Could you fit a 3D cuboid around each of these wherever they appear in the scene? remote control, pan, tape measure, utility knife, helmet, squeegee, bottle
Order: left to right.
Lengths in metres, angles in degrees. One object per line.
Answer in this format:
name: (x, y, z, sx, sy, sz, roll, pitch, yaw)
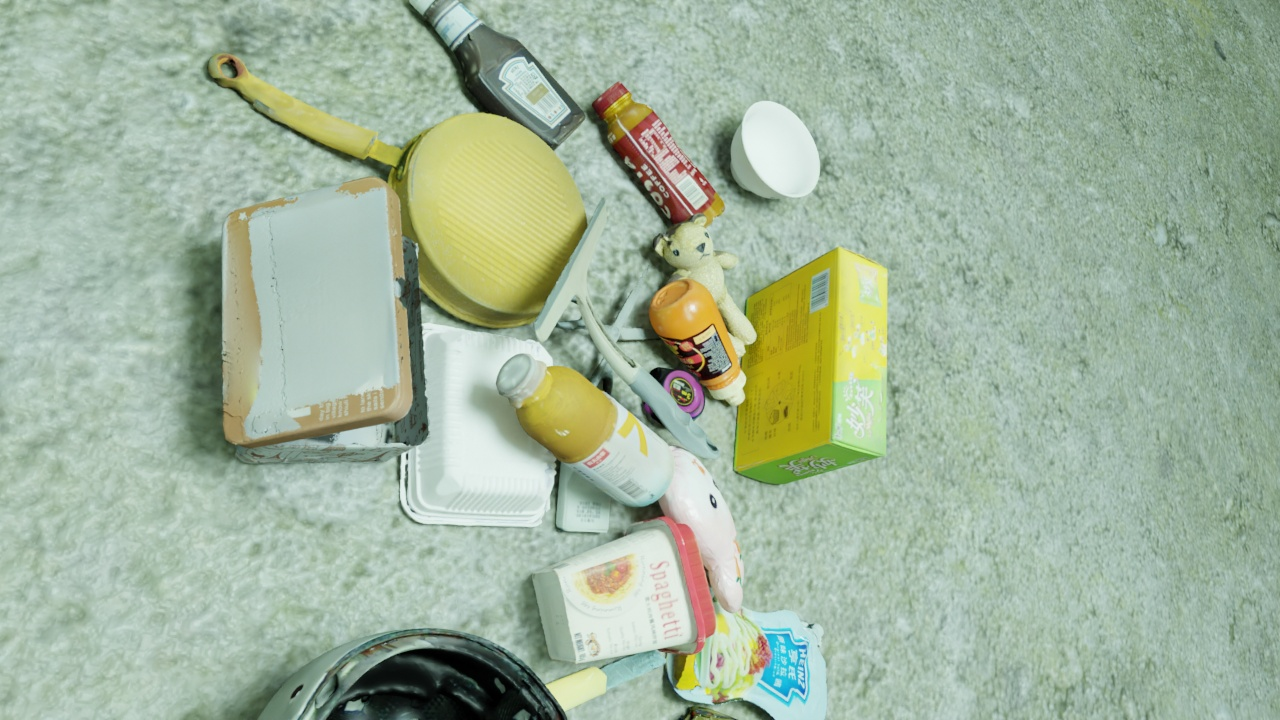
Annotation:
helmet: (-0.174, 0.309, 0.600, 0.229, 0.157, 0.274, 9, 80, -35)
pan: (-0.201, -0.164, 0.810, 0.357, 0.078, 0.197, 34, 56, -29)
bottle: (-0.142, -0.287, 0.894, 0.195, 0.044, 0.079, 45, 50, -13)
utility knife: (-0.064, 0.284, 0.772, 0.215, 0.022, 0.031, -12, 83, -31)
bottle: (-0.044, 0.057, 0.759, 0.189, 0.068, 0.067, 42, 53, -40)
remote control: (-0.047, 0.092, 0.834, 0.049, 0.024, 0.125, 8, 83, -32)
squeegee: (-0.005, 0.005, 0.838, 0.246, 0.039, 0.245, 54, 27, -22)
bottle: (0.017, -0.213, 0.972, 0.175, 0.058, 0.057, 51, 53, -11)
tape measure: (0.033, 0.038, 0.912, 0.057, 0.039, 0.057, 8, 65, -33)
bottle: (0.066, -0.011, 0.932, 0.149, 0.067, 0.066, 56, 50, -28)

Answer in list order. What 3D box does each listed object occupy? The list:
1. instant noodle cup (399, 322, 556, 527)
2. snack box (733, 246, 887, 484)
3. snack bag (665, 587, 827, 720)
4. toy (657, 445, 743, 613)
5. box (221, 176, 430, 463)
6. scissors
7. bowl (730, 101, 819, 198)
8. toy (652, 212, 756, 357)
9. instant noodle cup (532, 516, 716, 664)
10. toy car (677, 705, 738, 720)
instant noodle cup: (-0.129, 0.050, 0.780, 0.137, 0.061, 0.173, 9, 68, -33)
snack box: (0.174, 0.010, 0.945, 0.070, 0.158, 0.209, 18, 65, -26)
snack bag: (0.111, 0.288, 0.885, 0.191, 0.039, 0.110, 24, 51, -28)
toy: (0.060, 0.154, 0.861, 0.159, 0.054, 0.121, 64, 11, -6)
box: (-0.223, -0.028, 0.665, 0.151, 0.175, 0.182, 3, 73, -36)
scissors: (-0.025, -0.021, 0.886, 0.179, 0.014, 0.159, 8, 87, -49)
bowl: (0.143, -0.231, 1.063, 0.118, 0.065, 0.118, 13, 67, -32)
toy: (0.072, -0.074, 0.960, 0.105, 0.066, 0.157, -34, 109, -14)
instant noodle cup: (-0.018, 0.202, 0.782, 0.124, 0.117, 0.116, -9, 80, -24)
toy car: (0.092, 0.365, 0.844, 0.158, 0.042, 0.070, 26, 62, -29)
